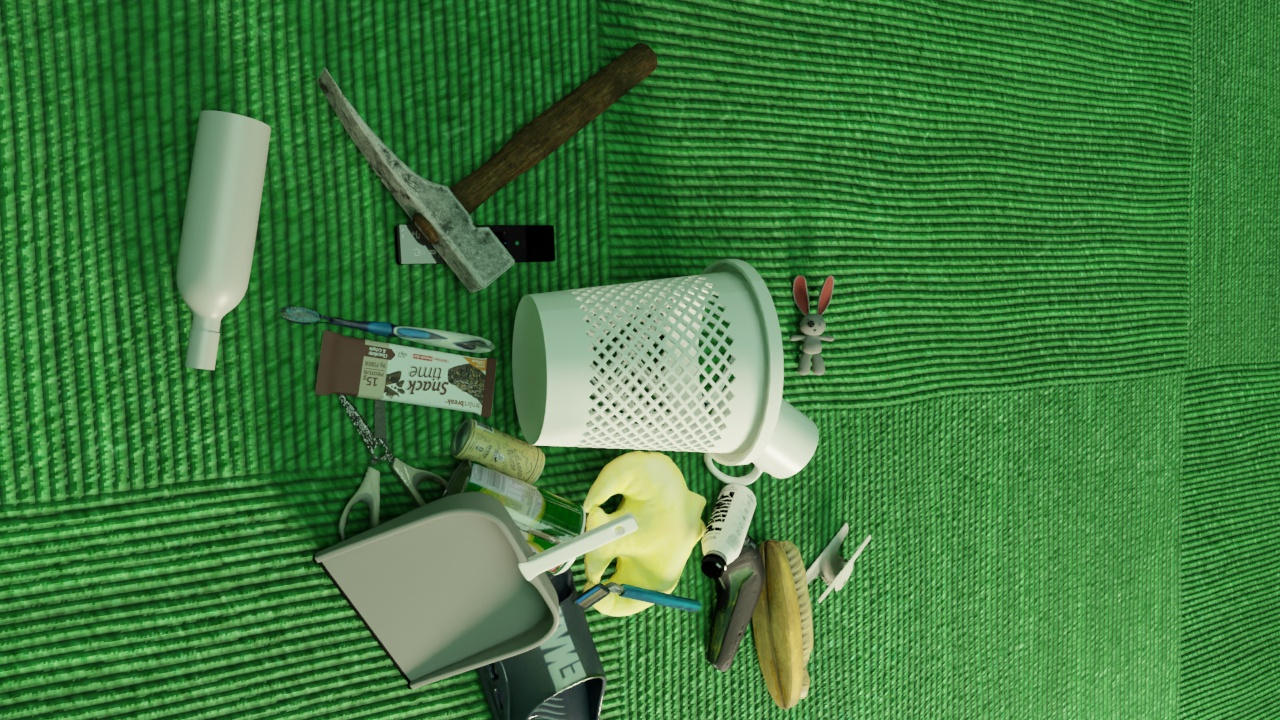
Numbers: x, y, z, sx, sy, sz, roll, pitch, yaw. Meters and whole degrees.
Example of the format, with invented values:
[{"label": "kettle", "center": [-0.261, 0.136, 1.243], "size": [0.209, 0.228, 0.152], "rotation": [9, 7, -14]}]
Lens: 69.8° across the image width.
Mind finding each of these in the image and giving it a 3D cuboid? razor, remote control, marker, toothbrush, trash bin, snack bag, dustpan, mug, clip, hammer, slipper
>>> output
[{"label": "razor", "center": [0.092, 0.255, 0.979], "size": [0.067, 0.054, 0.151], "rotation": [12, 93, -22]}, {"label": "remote control", "center": [-0.148, -0.107, 0.839], "size": [0.149, 0.013, 0.034], "rotation": [-5, 95, -29]}, {"label": "marker", "center": [0.096, 0.009, 0.985], "size": [0.011, 0.011, 0.152], "rotation": [40, 74, -25]}, {"label": "toothbrush", "center": [-0.215, -0.026, 0.803], "size": [0.188, 0.017, 0.016], "rotation": [10, 87, -29]}, {"label": "trash bin", "center": [-0.005, 0.005, 0.840], "size": [0.199, 0.196, 0.195], "rotation": [-2, 94, -20]}, {"label": "snack bag", "center": [-0.203, 0.014, 0.811], "size": [0.157, 0.013, 0.057], "rotation": [11, 79, -29]}, {"label": "dustpan", "center": [-0.123, 0.181, 0.779], "size": [0.258, 0.033, 0.163], "rotation": [-25, 115, 3]}, {"label": "razor", "center": [0.003, 0.228, 0.883], "size": [0.143, 0.042, 0.022], "rotation": [18, 46, -37]}, {"label": "mug", "center": [0.119, 0.085, 0.975], "size": [0.090, 0.073, 0.110], "rotation": [35, 101, -26]}, {"label": "clip", "center": [0.228, 0.241, 1.062], "size": [0.052, 0.058, 0.102], "rotation": [45, 71, 2]}, {"label": "hammer", "center": [-0.112, -0.236, 0.836], "size": [0.299, 0.037, 0.218], "rotation": [-44, 107, -24]}, {"label": "slipper", "center": [-0.086, 0.311, 0.858], "size": [0.110, 0.083, 0.268], "rotation": [-12, 98, -27]}]

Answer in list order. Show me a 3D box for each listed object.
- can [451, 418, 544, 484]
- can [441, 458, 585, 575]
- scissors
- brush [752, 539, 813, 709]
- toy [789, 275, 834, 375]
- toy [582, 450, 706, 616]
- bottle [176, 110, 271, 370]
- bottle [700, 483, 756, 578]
[{"label": "can", "center": [-0.130, 0.085, 0.845], "size": [0.079, 0.038, 0.038], "rotation": [28, 79, -28]}, {"label": "can", "center": [-0.114, 0.141, 0.820], "size": [0.121, 0.067, 0.067], "rotation": [26, 80, -19]}, {"label": "scissors", "center": [-0.222, 0.098, 0.809], "size": [0.165, 0.013, 0.157], "rotation": [30, 71, -29]}, {"label": "brush", "center": [0.157, 0.289, 1.008], "size": [0.043, 0.059, 0.195], "rotation": [-13, 101, -37]}, {"label": "toy", "center": [0.192, -0.039, 1.026], "size": [0.049, 0.030, 0.112], "rotation": [1, 96, -1]}, {"label": "toy", "center": [0.004, 0.170, 0.909], "size": [0.154, 0.065, 0.170], "rotation": [-9, 105, -39]}, {"label": "bottle", "center": [-0.329, -0.091, 0.715], "size": [0.052, 0.052, 0.195], "rotation": [8, 89, -30]}, {"label": "bottle", "center": [0.087, 0.176, 0.940], "size": [0.041, 0.041, 0.115], "rotation": [59, 32, -19]}]
